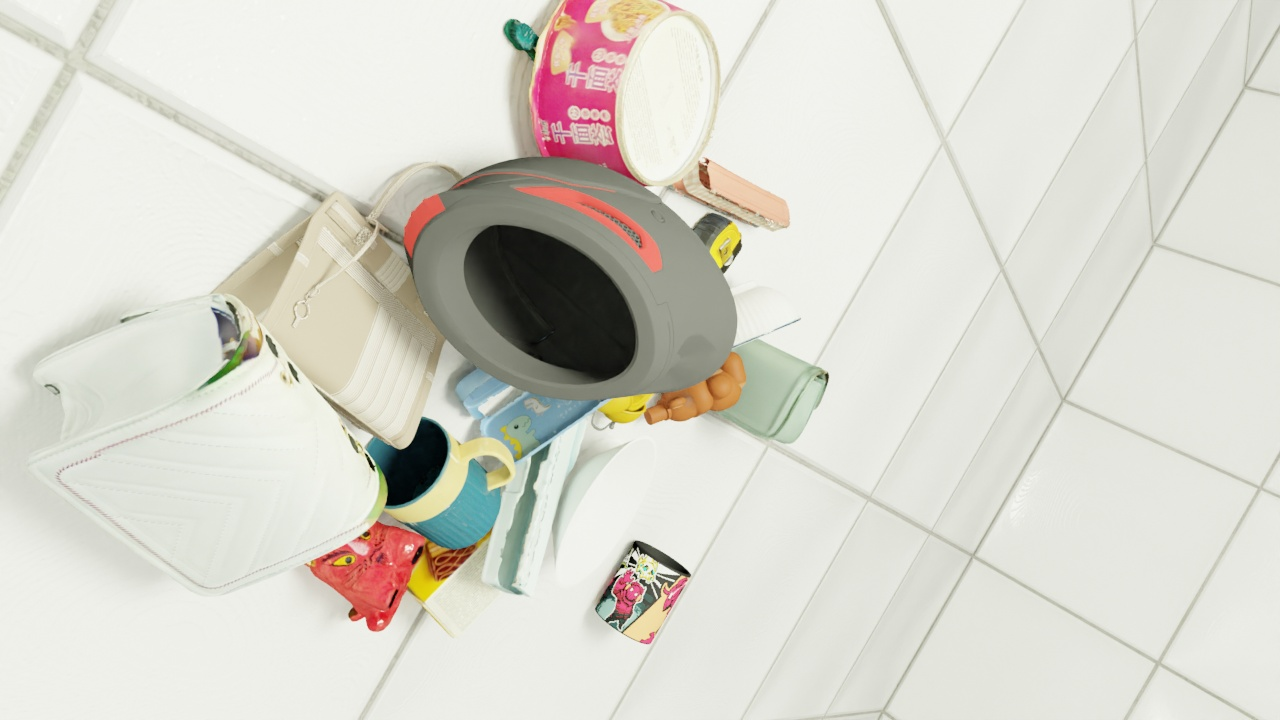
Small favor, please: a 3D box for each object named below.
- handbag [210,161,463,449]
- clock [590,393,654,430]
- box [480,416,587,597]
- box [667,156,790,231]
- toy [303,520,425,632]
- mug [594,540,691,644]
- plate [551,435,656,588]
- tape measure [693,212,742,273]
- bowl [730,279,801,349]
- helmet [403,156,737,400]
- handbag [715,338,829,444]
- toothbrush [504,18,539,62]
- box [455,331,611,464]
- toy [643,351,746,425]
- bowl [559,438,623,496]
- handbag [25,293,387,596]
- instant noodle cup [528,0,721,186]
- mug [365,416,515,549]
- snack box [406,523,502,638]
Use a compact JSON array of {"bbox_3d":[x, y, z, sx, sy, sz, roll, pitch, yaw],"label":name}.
[{"bbox_3d":[-0.189,-0.061,0.686,0.197,0.062,0.176,-59,147,-17],"label":"handbag"},{"bbox_3d":[-0.006,0.005,0.937,0.152,0.052,0.113,-58,163,-6],"label":"clock"},{"bbox_3d":[-0.097,0.118,0.856,0.083,0.066,0.198,114,-11,-67],"label":"box"},{"bbox_3d":[0.089,-0.176,0.963,0.188,0.062,0.058,14,77,-52],"label":"box"},{"bbox_3d":[-0.242,0.178,0.791,0.133,0.094,0.087,118,-5,-50],"label":"toy"},{"bbox_3d":[0.005,0.289,1.158,0.098,0.082,0.118,-59,173,-1],"label":"mug"},{"bbox_3d":[-0.047,0.146,0.934,0.173,0.036,0.174,-48,155,-31],"label":"plate"},{"bbox_3d":[0.080,-0.121,0.977,0.065,0.037,0.064,-49,144,-15],"label":"tape measure"},{"bbox_3d":[0.114,-0.052,1.030,0.117,0.118,0.062,-22,90,-42],"label":"bowl"},{"bbox_3d":[-0.042,-0.065,0.709,0.264,0.169,0.165,35,120,-16],"label":"helmet"},{"bbox_3d":[0.152,0.035,1.107,0.067,0.122,0.106,21,98,-55],"label":"handbag"},{"bbox_3d":[-0.055,-0.213,0.760,0.016,0.017,0.190,-58,145,-8],"label":"toothbrush"},{"bbox_3d":[-0.060,0.001,0.818,0.209,0.078,0.074,-35,151,-8],"label":"box"},{"bbox_3d":[0.059,0.036,1.053,0.127,0.065,0.095,-19,172,-24],"label":"toy"},{"bbox_3d":[-0.038,0.145,1.021,0.109,0.040,0.110,-31,136,-35],"label":"bowl"},{"bbox_3d":[-0.267,0.055,0.591,0.142,0.096,0.199,-23,141,-6],"label":"handbag"},{"bbox_3d":[-0.001,-0.217,0.749,0.178,0.078,0.179,-33,134,-44],"label":"instant noodle cup"},{"bbox_3d":[-0.162,0.103,0.782,0.114,0.083,0.107,-21,143,8],"label":"mug"},{"bbox_3d":[-0.170,0.195,0.874,0.105,0.061,0.084,-45,143,-21],"label":"snack box"}]
